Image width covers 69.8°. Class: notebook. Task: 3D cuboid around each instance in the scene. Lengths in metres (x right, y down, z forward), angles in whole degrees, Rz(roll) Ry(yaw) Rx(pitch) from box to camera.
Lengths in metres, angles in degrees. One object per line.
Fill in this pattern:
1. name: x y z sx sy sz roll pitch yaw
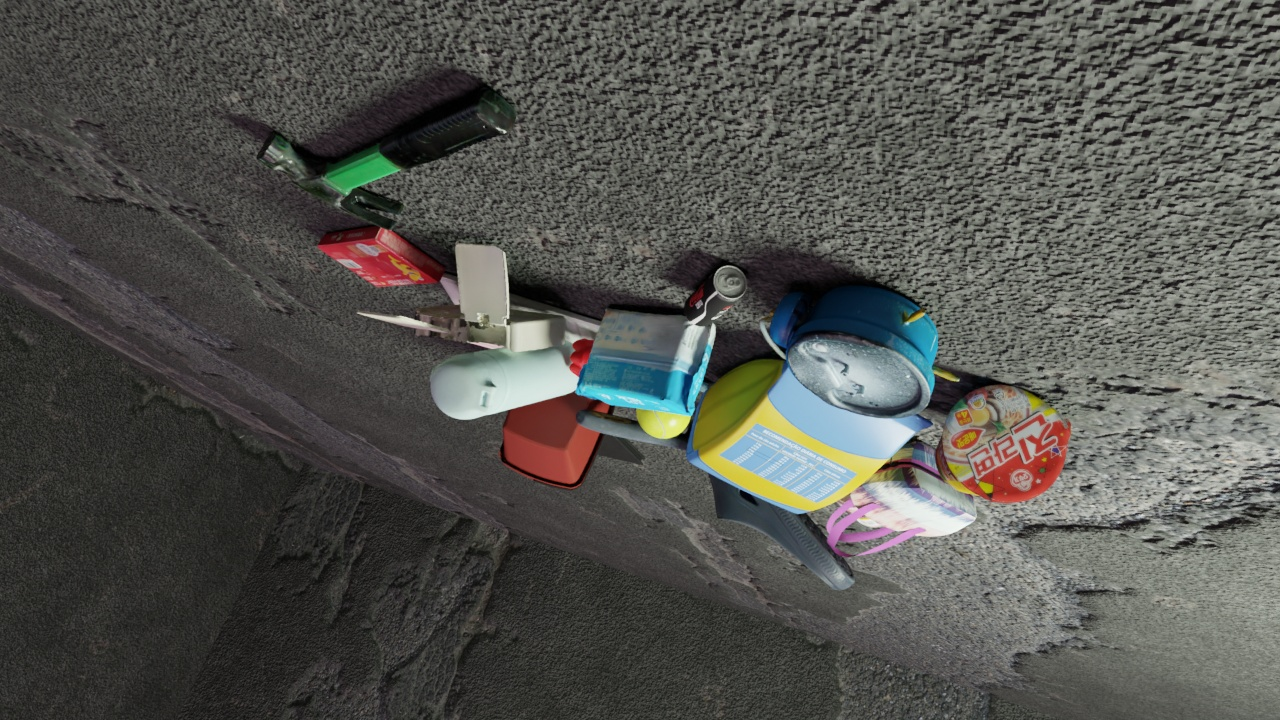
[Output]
1. notebook: -0.122 -0.040 1.064 0.210 0.009 0.143 18 161 11
2. notebook: -0.108 0.099 1.417 0.169 0.019 0.231 10 158 27

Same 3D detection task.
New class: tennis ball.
1. tennis ball: 0.028 0.060 1.091 0.065 0.065 0.065 19 161 7

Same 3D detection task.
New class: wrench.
1. wrench: 0.026 0.095 1.150 0.273 0.022 0.073 17 -164 -43

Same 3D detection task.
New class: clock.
1. clock: 0.167 -0.009 0.747 0.162 0.060 0.117 7 149 40

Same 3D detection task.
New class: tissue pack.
1. tissue pack: 0.005 0.001 0.916 0.145 0.092 0.061 7 164 37

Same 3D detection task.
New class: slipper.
1. slipper: 0.145 0.182 1.111 0.268 0.083 0.110 50 -172 23

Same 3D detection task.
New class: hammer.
1. hammer: -0.204 -0.171 0.764 0.130 0.032 0.320 36 156 -34

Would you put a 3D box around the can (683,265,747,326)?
1. can: 0.064 -0.055 0.790 0.031 0.031 0.081 24 161 -8

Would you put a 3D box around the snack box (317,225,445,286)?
1. snack box: -0.290 -0.114 1.022 0.133 0.021 0.089 2 153 44

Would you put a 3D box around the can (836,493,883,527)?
1. can: 0.269 0.156 1.094 0.067 0.067 0.076 6 157 37

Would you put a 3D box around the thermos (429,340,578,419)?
1. thermos: -0.136 0.017 0.966 0.078 0.065 0.206 22 -164 23

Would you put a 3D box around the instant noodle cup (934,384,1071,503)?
1. instant noodle cup: 0.308 0.082 0.822 0.100 0.100 0.112 19 170 8

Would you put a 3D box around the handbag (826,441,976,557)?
1. handbag: 0.274 0.168 1.014 0.144 0.067 0.170 28 133 -19

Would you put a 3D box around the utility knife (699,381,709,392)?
1. utility knife: 0.054 0.024 1.038 0.158 0.015 0.022 23 162 1

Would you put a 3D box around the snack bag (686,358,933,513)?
1. snack bag: 0.165 0.065 0.926 0.159 0.102 0.206 27 148 -16

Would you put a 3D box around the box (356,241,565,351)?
1. box: -0.173 -0.063 0.942 0.145 0.101 0.186 8 175 26

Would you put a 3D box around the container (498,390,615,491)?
1. container: -0.110 0.086 1.182 0.127 0.147 0.201 19 157 7

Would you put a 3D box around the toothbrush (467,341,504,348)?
1. toothbrush: -0.105 -0.007 1.079 0.223 0.026 0.027 16 175 18

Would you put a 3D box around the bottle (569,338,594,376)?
1. bottle: -0.006 0.006 1.000 0.141 0.041 0.042 9 161 -1
